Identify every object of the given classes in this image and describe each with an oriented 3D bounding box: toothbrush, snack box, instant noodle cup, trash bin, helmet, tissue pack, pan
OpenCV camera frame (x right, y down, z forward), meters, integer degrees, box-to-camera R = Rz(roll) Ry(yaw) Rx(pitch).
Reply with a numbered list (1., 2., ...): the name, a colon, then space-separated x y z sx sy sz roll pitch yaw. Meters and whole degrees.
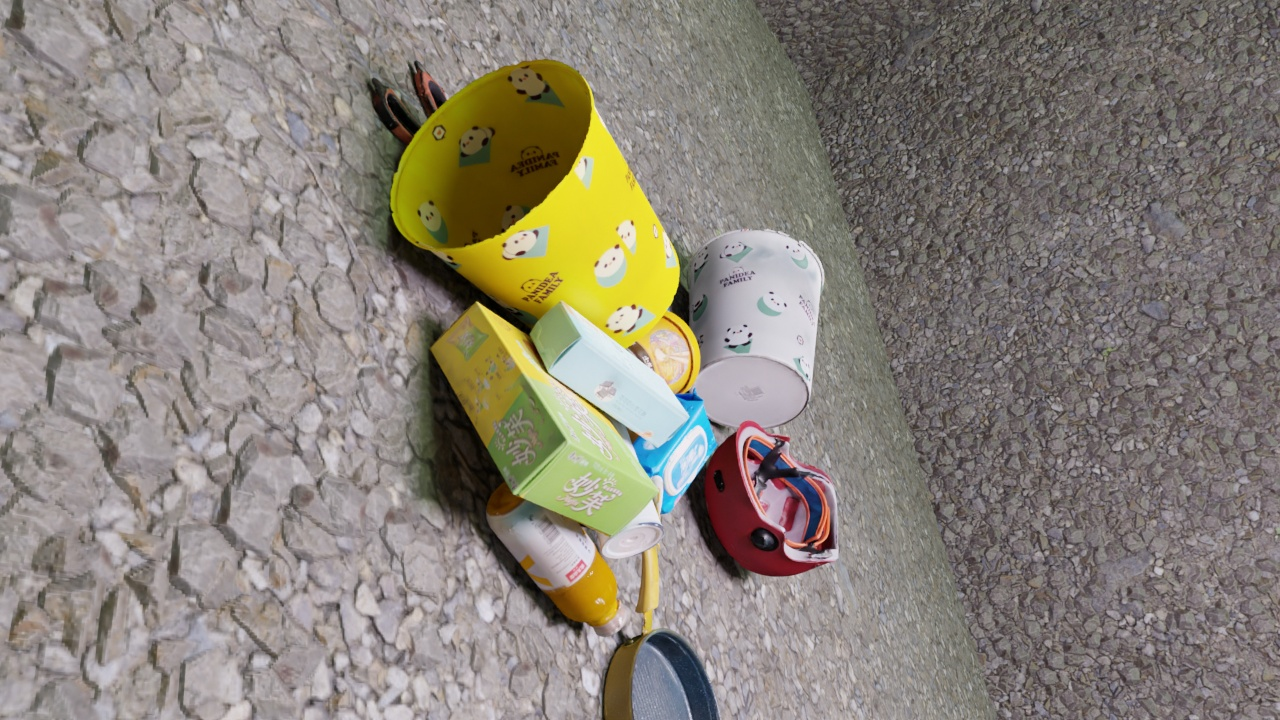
1. toothbrush: 0.017 0.184 1.052 0.192 0.016 0.018 90 -3 -53
2. snack box: -0.092 0.056 0.874 0.157 0.070 0.210 37 11 -50
3. instant noodle cup: -0.006 0.006 1.095 0.114 0.119 0.118 -28 95 -55
4. trash bin: -0.093 -0.141 0.972 0.255 0.230 0.229 48 30 -50
5. trash bin: 0.177 -0.042 1.462 0.229 0.230 0.251 48 37 -37
6. helmet: 0.169 0.209 1.316 0.240 0.144 0.206 42 32 -21
7. tissue pack: 0.034 0.115 1.075 0.156 0.052 0.095 -50 142 -26
8. snack box: -0.030 0.016 0.934 0.175 0.052 0.074 37 13 -37
9. pan: 0.019 0.309 0.985 0.197 0.078 0.357 -1 71 -65

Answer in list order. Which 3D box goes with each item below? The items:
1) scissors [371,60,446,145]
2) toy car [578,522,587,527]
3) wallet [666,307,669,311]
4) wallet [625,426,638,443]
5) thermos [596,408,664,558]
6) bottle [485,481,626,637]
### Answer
1. scissors: -0.218 -0.236 1.021 0.188 0.015 0.226 -5 75 -65
2. toy car: -0.075 0.132 0.989 0.049 0.031 0.106 30 33 -52
3. wallet: 0.002 -0.088 1.336 0.106 0.040 0.132 30 43 -43
4. wallet: -0.020 0.094 1.142 0.132 0.031 0.107 63 26 -5
5. thermos: -0.043 0.095 0.976 0.073 0.073 0.224 35 28 -51
6. bottle: -0.076 0.195 0.893 0.189 0.068 0.067 57 26 -24
